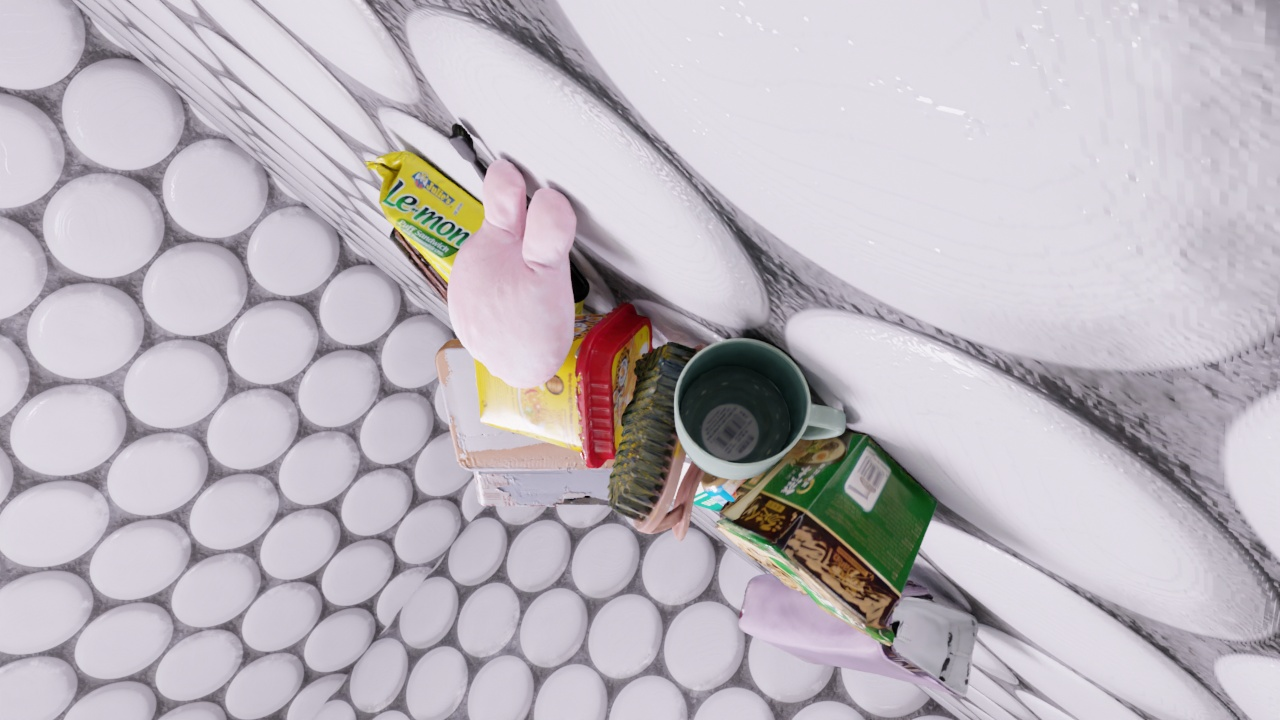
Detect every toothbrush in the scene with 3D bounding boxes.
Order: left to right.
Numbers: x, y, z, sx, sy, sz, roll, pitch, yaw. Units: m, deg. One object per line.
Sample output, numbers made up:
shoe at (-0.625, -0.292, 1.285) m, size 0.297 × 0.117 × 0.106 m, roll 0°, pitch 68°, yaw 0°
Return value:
toothbrush at (-0.091, -0.108, 0.711) m, size 0.026 × 0.027 × 0.213 m, roll -12°, pitch 149°, yaw 16°

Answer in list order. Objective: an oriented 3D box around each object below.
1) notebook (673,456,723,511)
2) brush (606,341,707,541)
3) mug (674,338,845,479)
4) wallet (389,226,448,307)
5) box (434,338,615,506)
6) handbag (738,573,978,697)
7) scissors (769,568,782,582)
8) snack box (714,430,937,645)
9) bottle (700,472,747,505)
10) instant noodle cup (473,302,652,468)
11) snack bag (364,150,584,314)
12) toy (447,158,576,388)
notebook at (0.065, 0.151, 1.134) m, size 0.150 × 0.012 × 0.209 m, roll 18°, pitch 161°, yaw -10°
brush at (0.023, 0.061, 0.696) m, size 0.073 × 0.145 × 0.063 m, roll 22°, pitch 159°, yaw -21°
mug at (0.079, 0.038, 0.616) m, size 0.112 × 0.082 × 0.106 m, roll 6°, pitch 167°, yaw 4°
wallet at (-0.229, -0.105, 1.025) m, size 0.124 × 0.032 × 0.101 m, roll 52°, pitch -173°, yaw -20°
box at (-0.081, 0.042, 0.913) m, size 0.157 × 0.181 × 0.198 m, roll -70°, pitch -25°, yaw -63°
handbag at (0.222, 0.273, 0.952) m, size 0.145 × 0.098 × 0.197 m, roll 25°, pitch 160°, yaw -34°
scissors at (0.133, 0.130, 0.861) m, size 0.181 × 0.019 × 0.171 m, roll 53°, pitch 147°, yaw 24°
snack box at (0.134, 0.109, 0.639) m, size 0.118 × 0.105 × 0.118 m, roll 40°, pitch 170°, yaw -18°
bottle at (0.164, 0.181, 1.025) m, size 0.218 × 0.065 × 0.065 m, roll 40°, pitch 172°, yaw -16°
instant noodle cup at (-0.063, 0.014, 0.753) m, size 0.124 × 0.116 × 0.116 m, roll 8°, pitch 116°, yaw 19°
snack bag at (-0.157, -0.098, 0.894) m, size 0.246 × 0.068 × 0.158 m, roll 40°, pitch 171°, yaw 0°
toy at (-0.089, -0.059, 0.658) m, size 0.121 × 0.160 × 0.054 m, roll 37°, pitch -144°, yaw 26°
